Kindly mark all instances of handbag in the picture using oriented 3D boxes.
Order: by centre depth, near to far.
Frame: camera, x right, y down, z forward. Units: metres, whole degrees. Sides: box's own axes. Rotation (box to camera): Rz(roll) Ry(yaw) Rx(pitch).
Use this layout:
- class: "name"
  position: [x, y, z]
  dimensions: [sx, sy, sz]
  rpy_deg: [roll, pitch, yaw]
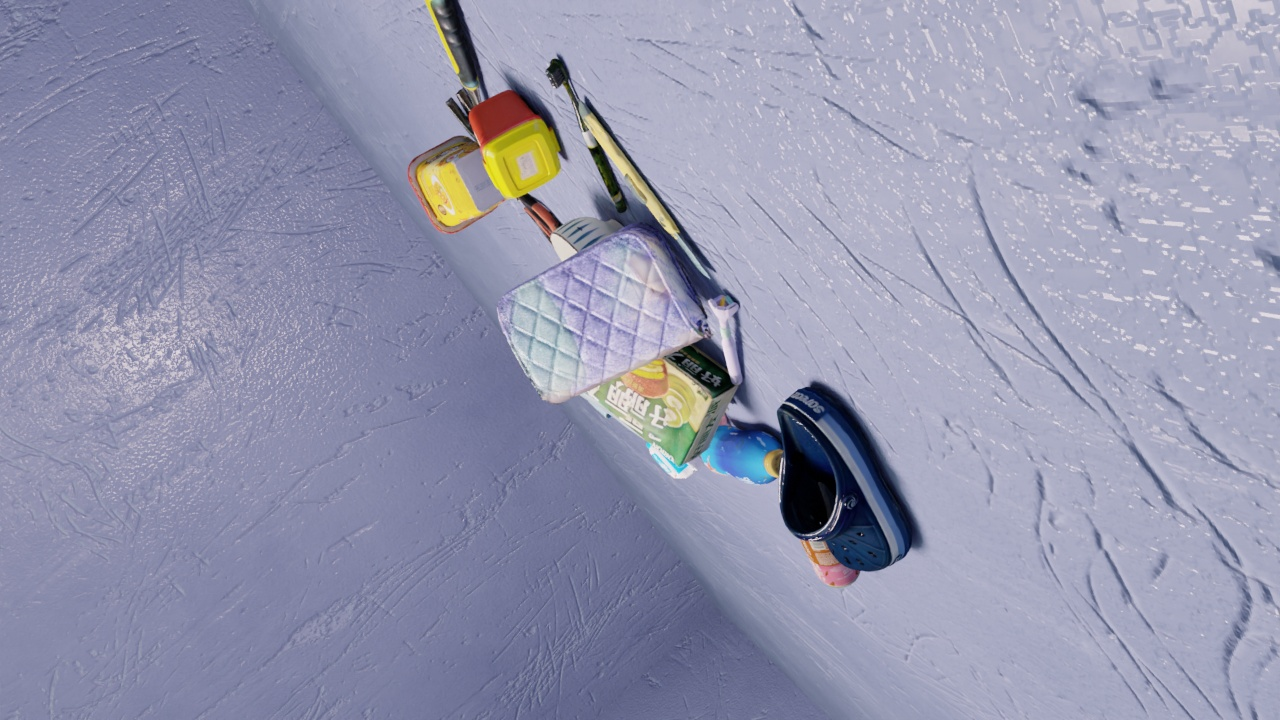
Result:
- class: "handbag"
  position: [-0.039, -0.047, 0.929]
  dimensions: [0.134, 0.194, 0.075]
  rpy_deg: [63, -154, -8]

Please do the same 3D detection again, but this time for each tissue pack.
- class: "tissue pack"
  position: [0.059, 0.156, 1.573]
  dimensions: [0.090, 0.063, 0.140]
  rpy_deg: [50, 170, 2]

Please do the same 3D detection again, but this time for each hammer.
- class: "hammer"
  position: [-0.200, -0.326, 1.034]
  dimensions: [0.126, 0.032, 0.324]
  rpy_deg: [46, 169, 16]

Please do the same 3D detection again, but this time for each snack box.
- class: "snack box"
  position: [-0.135, -0.234, 0.980]
  dimensions: [0.080, 0.082, 0.091]
  rpy_deg: [60, 175, 29]
- class: "snack box"
  position: [-0.006, 0.006, 1.089]
  dimensions: [0.240, 0.063, 0.115]
  rpy_deg: [38, 128, 20]

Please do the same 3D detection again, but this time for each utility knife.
- class: "utility knife"
  position: [0.005, -0.155, 0.840]
  dimensions: [0.198, 0.021, 0.031]
  rpy_deg: [47, 177, -11]

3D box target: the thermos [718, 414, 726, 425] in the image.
- class: "thermos"
  position: [0.030, 0.057, 1.282]
  dimensions: [0.067, 0.087, 0.198]
  rpy_deg: [24, -170, -45]

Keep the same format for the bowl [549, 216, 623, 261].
- class: "bowl"
  position: [-0.039, -0.113, 1.015]
  dimensions: [0.116, 0.066, 0.116]
  rpy_deg: [48, 169, 12]

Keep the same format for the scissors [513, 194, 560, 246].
- class: "scissors"
  position: [-0.164, -0.228, 1.286]
  dimensions: [0.205, 0.015, 0.197]
  rpy_deg: [54, 170, -25]

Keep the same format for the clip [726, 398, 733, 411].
- class: "clip"
  position: [0.098, 0.041, 1.119]
  dimensions: [0.026, 0.041, 0.058]
  rpy_deg: [37, 169, 42]

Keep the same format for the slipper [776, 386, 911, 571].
- class: "slipper"
  position: [0.184, 0.134, 0.885]
  dimensions: [0.105, 0.095, 0.253]
  rpy_deg: [42, 164, 50]

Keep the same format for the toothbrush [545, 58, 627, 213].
- class: "toothbrush"
  position: [-0.048, -0.204, 0.863]
  dimensions: [0.012, 0.017, 0.186]
  rpy_deg: [16, 152, 31]

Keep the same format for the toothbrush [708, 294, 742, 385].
- class: "toothbrush"
  position: [0.092, -0.016, 0.941]
  dimensions: [0.029, 0.021, 0.189]
  rpy_deg: [13, 159, 15]

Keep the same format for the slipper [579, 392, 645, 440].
- class: "slipper"
  position: [-0.022, 0.055, 1.471]
  dimensions: [0.245, 0.104, 0.074]
  rpy_deg: [37, 167, 28]

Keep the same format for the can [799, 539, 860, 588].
- class: "can"
  position: [0.223, 0.215, 1.099]
  dimensions: [0.058, 0.058, 0.147]
  rpy_deg: [40, 166, 44]

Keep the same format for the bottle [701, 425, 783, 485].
- class: "bottle"
  position: [0.131, 0.116, 1.110]
  dimensions: [0.065, 0.065, 0.219]
  rpy_deg: [51, 170, -7]

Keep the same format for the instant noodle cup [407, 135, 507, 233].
- class: "instant noodle cup"
  position: [-0.234, -0.243, 1.245]
  dimensions: [0.124, 0.116, 0.116]
  rpy_deg: [5, 127, 54]
